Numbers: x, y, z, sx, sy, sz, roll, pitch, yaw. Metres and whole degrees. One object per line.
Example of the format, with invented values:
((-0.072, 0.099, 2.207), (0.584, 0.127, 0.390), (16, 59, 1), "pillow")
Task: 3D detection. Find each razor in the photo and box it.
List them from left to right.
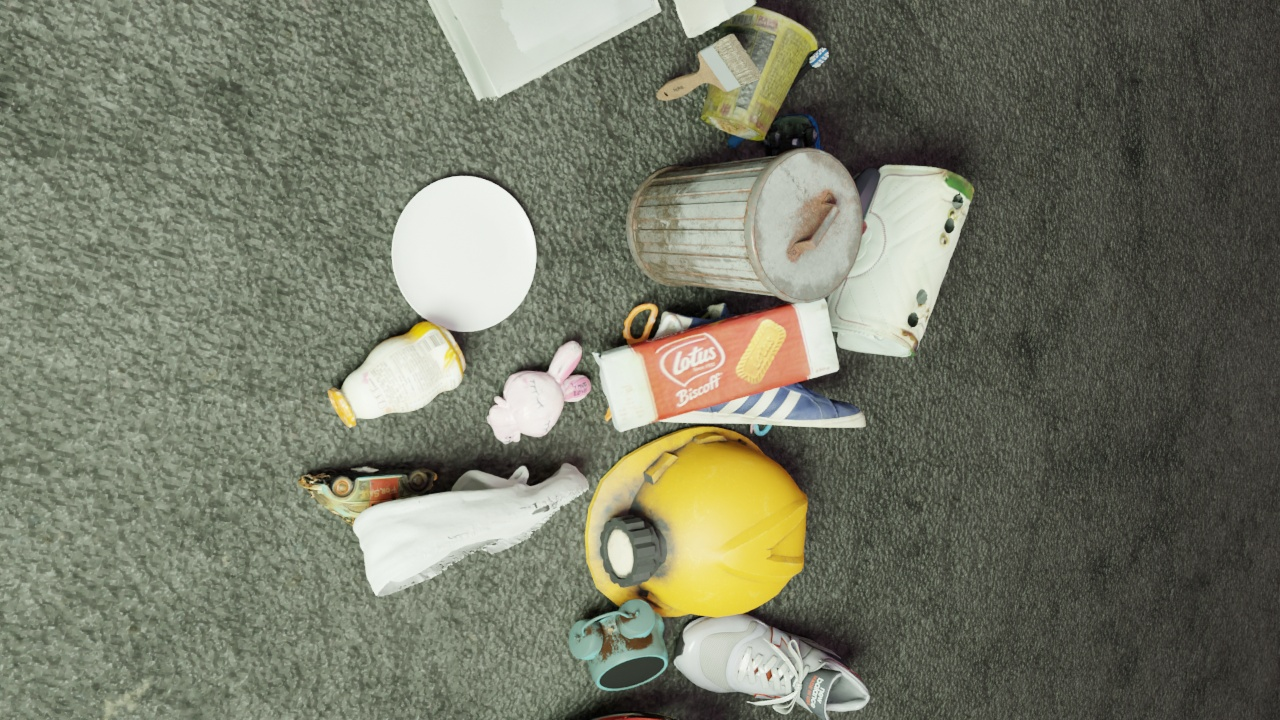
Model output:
((0.214, -0.145, 0.985), (0.052, 0.047, 0.143), (28, 88, 10), "razor")

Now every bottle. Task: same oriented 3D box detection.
((-0.202, 0.014, 0.760), (0.108, 0.063, 0.063), (-31, 113, -25), "bottle")

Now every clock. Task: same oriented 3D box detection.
((-0.019, 0.278, 0.900), (0.090, 0.053, 0.124), (-25, 141, 3), "clock")

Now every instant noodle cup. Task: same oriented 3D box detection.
((0.111, -0.282, 0.912), (0.102, 0.102, 0.108), (16, 96, -35), "instant noodle cup")

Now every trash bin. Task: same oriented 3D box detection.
((0.095, -0.124, 0.847), (0.130, 0.211, 0.131), (-6, 100, -33), "trash bin")

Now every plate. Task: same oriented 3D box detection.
((-0.154, -0.093, 0.806), (0.134, 0.011, 0.134), (-5, 100, -33), "plate")

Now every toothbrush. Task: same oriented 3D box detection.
((0.147, -0.281, 0.979), (0.167, 0.014, 0.014), (-47, 108, -20), "toothbrush")

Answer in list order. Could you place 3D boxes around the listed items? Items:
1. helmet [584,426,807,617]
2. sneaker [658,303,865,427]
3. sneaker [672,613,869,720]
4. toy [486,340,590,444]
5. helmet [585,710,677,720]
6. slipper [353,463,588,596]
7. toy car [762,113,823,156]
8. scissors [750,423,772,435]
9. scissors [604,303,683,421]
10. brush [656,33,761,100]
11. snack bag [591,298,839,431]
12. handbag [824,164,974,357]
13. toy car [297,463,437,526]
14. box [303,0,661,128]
((0.086, 0.178, 0.937), (0.254, 0.131, 0.205), (-3, 98, -35), "helmet")
((0.119, 0.004, 0.940), (0.233, 0.091, 0.118), (2, 91, -8), "sneaker")
((0.160, 0.342, 1.013), (0.239, 0.124, 0.089), (19, 86, -35), "sneaker")
((-0.090, 0.032, 0.847), (0.109, 0.047, 0.063), (-40, 125, -26), "toy")
((-0.036, 0.439, 0.868), (0.271, 0.167, 0.218), (-20, 122, -24), "helmet")
((-0.137, 0.131, 0.785), (0.246, 0.112, 0.074), (-10, 77, -53), "slipper")
((0.169, -0.204, 0.984), (0.043, 0.056, 0.120), (-36, 123, -49), "toy car")
((0.115, 0.020, 1.005), (0.135, 0.015, 0.135), (-6, 97, -33), "scissors")
((0.001, 0.010, 0.901), (0.013, 0.070, 0.130), (11, 100, -62), "scissors")
((0.054, -0.258, 0.841), (0.045, 0.143, 0.008), (48, 69, -20), "brush")
((0.073, 0.001, 0.867), (0.225, 0.041, 0.077), (-15, 99, -7), "snack bag")
((0.271, -0.110, 1.013), (0.096, 0.142, 0.198), (26, 81, -32), "handbag")
((-0.227, 0.113, 0.765), (0.111, 0.047, 0.047), (-1, 95, -34), "toy car")
((-0.177, -0.345, 0.879), (0.171, 0.404, 0.169), (-37, 116, -24), "box")
